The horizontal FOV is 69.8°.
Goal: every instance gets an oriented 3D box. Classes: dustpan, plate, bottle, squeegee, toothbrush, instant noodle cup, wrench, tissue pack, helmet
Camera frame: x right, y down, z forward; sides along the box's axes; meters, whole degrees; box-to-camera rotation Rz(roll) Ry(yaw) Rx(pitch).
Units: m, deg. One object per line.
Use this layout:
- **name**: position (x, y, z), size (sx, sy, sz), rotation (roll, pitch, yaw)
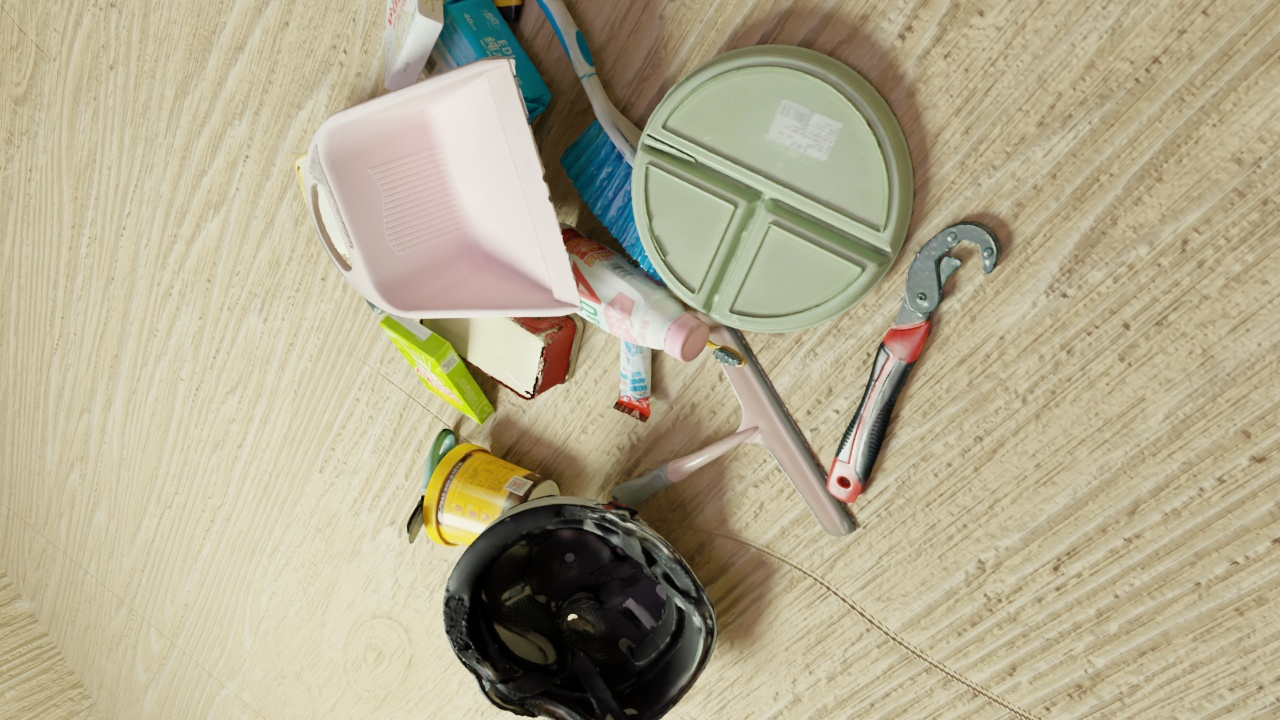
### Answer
- **dustpan**: position (-0.195, -0.131, 0.827), size (0.274, 0.138, 0.223), rotation (14, 125, 58)
- **plate**: position (0.097, -0.130, 0.729), size (0.230, 0.027, 0.230), rotation (6, 109, 19)
- **bottle**: position (-0.022, -0.060, 0.839), size (0.197, 0.068, 0.068), rotation (33, 125, 32)
- **squeegee**: position (0.043, 0.103, 0.894), size (0.250, 0.040, 0.247), rotation (-33, 87, 41)
- **toothbrush**: position (0.020, -0.035, 0.850), size (0.191, 0.018, 0.016), rotation (30, 115, 35)
- **instant noodle cup**: position (-0.161, 0.163, 1.025), size (0.114, 0.118, 0.119), rotation (13, 116, 24)
- **wrench**: position (0.209, 0.009, 0.747), size (0.056, 0.016, 0.274), rotation (33, 124, 22)
- **tissue pack**: position (-0.149, -0.270, 0.863), size (0.140, 0.063, 0.090), rotation (56, 139, 3)
- **helmet**: position (-0.062, 0.238, 0.929), size (0.274, 0.157, 0.230), rotation (34, 95, -13)

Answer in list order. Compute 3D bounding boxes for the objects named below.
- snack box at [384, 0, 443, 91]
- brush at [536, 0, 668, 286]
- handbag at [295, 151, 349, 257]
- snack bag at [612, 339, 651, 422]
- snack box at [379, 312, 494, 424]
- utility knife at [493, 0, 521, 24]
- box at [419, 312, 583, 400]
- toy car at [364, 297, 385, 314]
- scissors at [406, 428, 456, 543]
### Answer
- **snack box**: position (-0.212, -0.326, 0.856), size (0.085, 0.026, 0.156), rotation (-50, 39, 38)
- **brush**: position (-0.039, -0.215, 0.817), size (0.314, 0.060, 0.110), rotation (50, 124, 10)
- **handbag**: position (-0.289, -0.147, 0.996), size (0.164, 0.063, 0.179), rotation (7, 115, 43)
- **snack bag**: position (-0.005, 0.005, 0.895), size (0.048, 0.026, 0.104), rotation (19, 117, 34)
- **snack box**: position (-0.220, 0.010, 1.003), size (0.086, 0.026, 0.156), rotation (31, 160, 24)
- **utility knife**: position (-0.129, -0.405, 0.824), size (0.033, 0.015, 0.195), rotation (12, 118, 34)
- **box**: position (-0.152, -0.035, 0.955), size (0.168, 0.079, 0.091), rotation (30, 125, 23)
- **toy car**: position (-0.295, -0.091, 1.068), size (0.043, 0.034, 0.091), rotation (51, 131, 5)
- **scissors**: position (-0.237, 0.133, 1.044), size (0.019, 0.185, 0.132), rotation (6, 97, 2)
